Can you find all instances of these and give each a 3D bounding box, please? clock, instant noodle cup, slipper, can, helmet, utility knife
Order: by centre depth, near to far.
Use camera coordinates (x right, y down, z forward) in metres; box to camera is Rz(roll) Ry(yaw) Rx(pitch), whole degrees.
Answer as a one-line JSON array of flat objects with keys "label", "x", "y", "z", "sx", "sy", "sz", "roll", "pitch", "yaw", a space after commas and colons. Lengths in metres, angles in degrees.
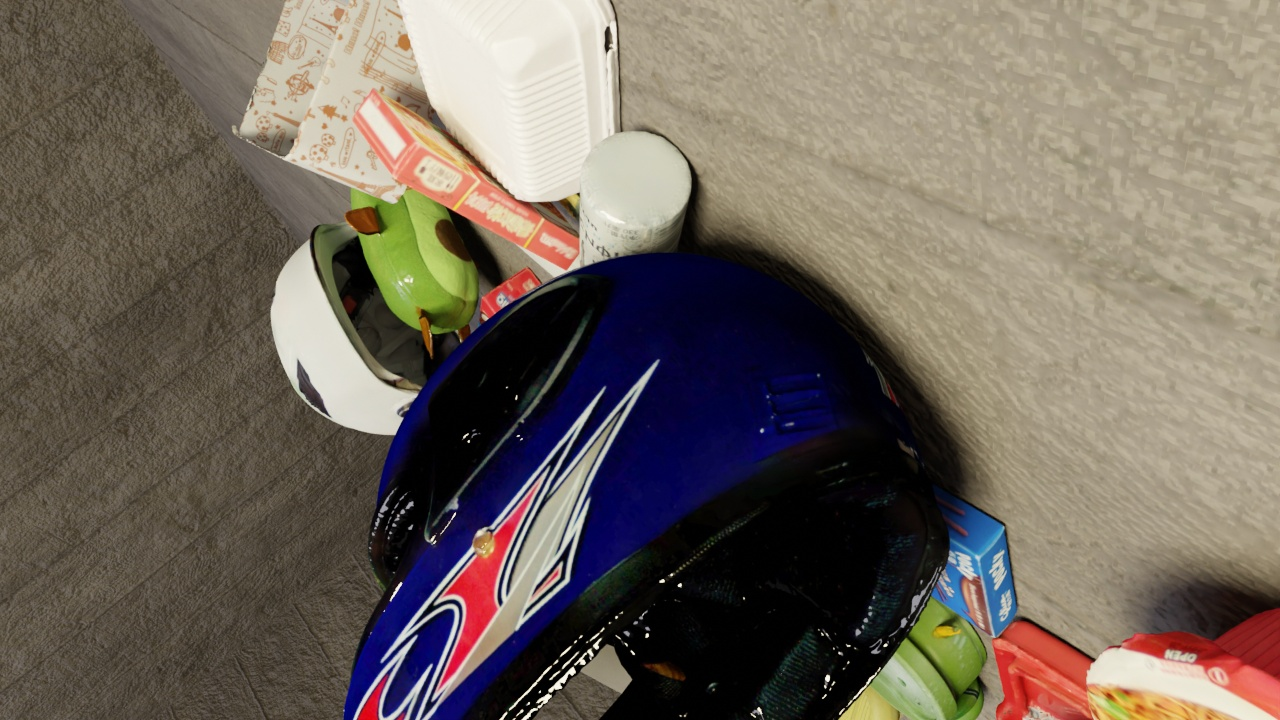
[{"label": "instant noodle cup", "x": 0.260, "y": 0.153, "z": 0.315, "sx": 0.194, "sy": 0.065, "sz": 0.194, "roll": 44, "pitch": 164, "yaw": 16}, {"label": "helmet", "x": -0.021, "y": 0.089, "z": 0.470, "sx": 0.247, "sy": 0.315, "sz": 0.240, "roll": 48, "pitch": 179, "yaw": -42}, {"label": "instant noodle cup", "x": -0.076, "y": -0.163, "z": 0.513, "sx": 0.138, "sy": 0.060, "sz": 0.174, "roll": 45, "pitch": 165, "yaw": 17}, {"label": "can", "x": -0.007, "y": -0.070, "z": 0.535, "sx": 0.058, "sy": 0.058, "sz": 0.147, "roll": 46, "pitch": 164, "yaw": 12}, {"label": "clock", "x": 0.184, "y": 0.203, "z": 0.645, "sx": 0.116, "sy": 0.056, "sz": 0.161, "roll": 36, "pitch": 159, "yaw": 42}, {"label": "utility knife", "x": -0.098, "y": -0.163, "z": 0.659, "sx": 0.195, "sy": 0.020, "sz": 0.031, "roll": 50, "pitch": 162, "yaw": 15}, {"label": "slipper", "x": 0.184, "y": 0.285, "z": 0.769, "sx": 0.081, "sy": 0.091, "sz": 0.190, "roll": 20, "pitch": 180, "yaw": -5}, {"label": "helmet", "x": -0.285, "y": -0.019, "z": 0.948, "sx": 0.229, "sy": 0.146, "sz": 0.258, "roll": 64, "pitch": -162, "yaw": 18}]

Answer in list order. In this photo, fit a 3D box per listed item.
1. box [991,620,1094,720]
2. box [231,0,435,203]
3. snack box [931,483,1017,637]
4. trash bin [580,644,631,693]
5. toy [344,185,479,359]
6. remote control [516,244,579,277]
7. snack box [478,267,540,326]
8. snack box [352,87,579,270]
[{"label": "box", "x": 0.239, "y": 0.255, "z": 0.538, "sx": 0.095, "sy": 0.101, "sz": 0.201, "roll": 30, "pitch": 155, "yaw": 48}, {"label": "box", "x": -0.207, "y": -0.247, "z": 0.614, "sx": 0.179, "sy": 0.130, "sz": 0.273, "roll": 30, "pitch": 126, "yaw": 52}, {"label": "snack box", "x": 0.147, "y": 0.091, "z": 0.546, "sx": 0.157, "sy": 0.026, "sz": 0.084, "roll": 33, "pitch": 157, "yaw": 46}, {"label": "trash bin", "x": 0.014, "y": 0.254, "z": 0.941, "sx": 0.199, "sy": 0.198, "sz": 0.220, "roll": 29, "pitch": 170, "yaw": -34}, {"label": "toy", "x": -0.215, "y": -0.104, "z": 0.889, "sx": 0.246, "sy": 0.090, "sz": 0.227, "roll": 66, "pitch": -170, "yaw": 11}, {"label": "remote control", "x": -0.068, "y": -0.088, "z": 0.730, "sx": 0.135, "sy": 0.019, "sz": 0.056, "roll": 41, "pitch": 162, "yaw": 29}, {"label": "snack box", "x": -0.130, "y": -0.033, "z": 0.954, "sx": 0.058, "sy": 0.057, "sz": 0.208, "roll": 52, "pitch": 165, "yaw": 2}, {"label": "snack box", "x": -0.104, "y": -0.112, "z": 0.583, "sx": 0.152, "sy": 0.025, "sz": 0.075, "roll": 25, "pitch": -160, "yaw": -50}]
